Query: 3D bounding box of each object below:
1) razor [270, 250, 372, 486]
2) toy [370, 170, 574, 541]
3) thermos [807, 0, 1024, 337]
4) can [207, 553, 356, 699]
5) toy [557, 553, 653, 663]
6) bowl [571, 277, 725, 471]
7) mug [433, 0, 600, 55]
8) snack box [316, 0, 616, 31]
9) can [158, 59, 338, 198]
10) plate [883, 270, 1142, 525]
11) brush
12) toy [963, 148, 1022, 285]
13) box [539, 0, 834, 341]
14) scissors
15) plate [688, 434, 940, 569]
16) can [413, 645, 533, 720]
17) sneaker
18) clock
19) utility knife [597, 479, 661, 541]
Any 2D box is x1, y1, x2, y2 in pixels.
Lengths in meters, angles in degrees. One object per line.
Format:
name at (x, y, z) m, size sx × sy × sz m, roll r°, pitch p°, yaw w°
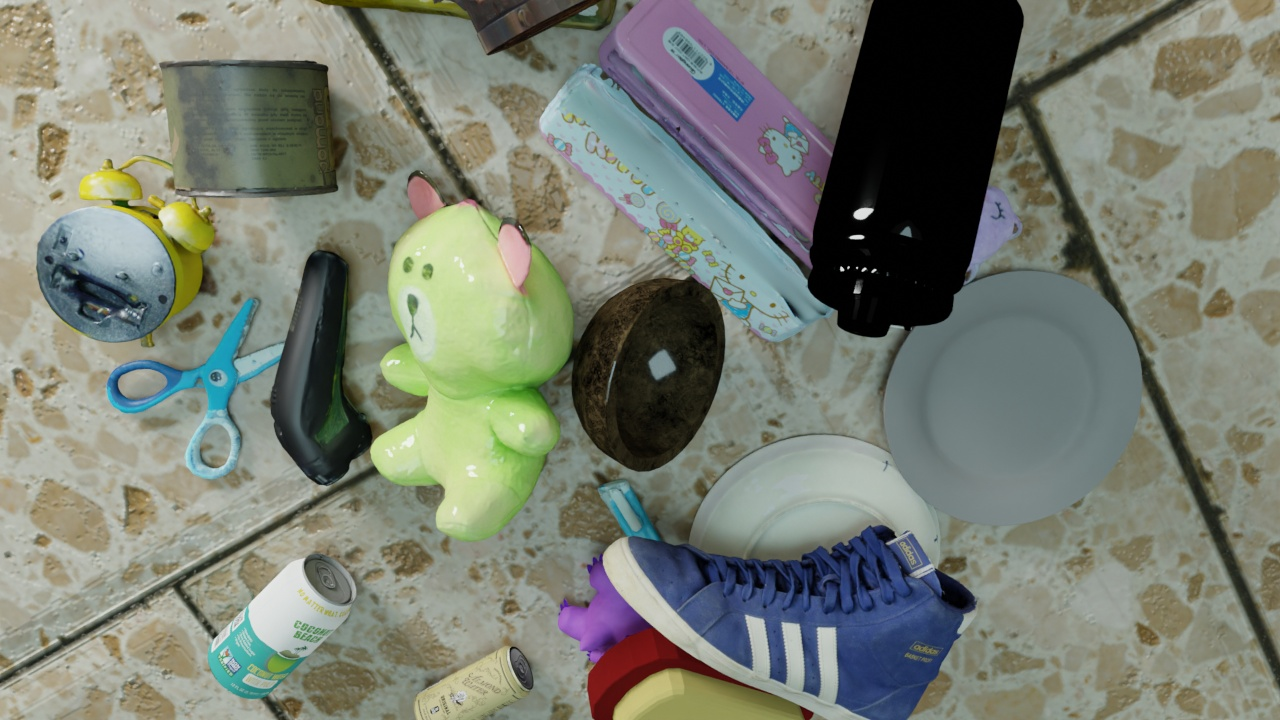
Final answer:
razor at (-0.204, 0.005, 0.599) m, size 0.067 × 0.054 × 0.151 m, roll 5°, pitch 98°, yaw -32°
toy at (-0.099, -0.002, 0.565) m, size 0.107 × 0.150 × 0.197 m, roll 4°, pitch 107°, yaw -47°
thermos at (0.149, -0.105, 0.511) m, size 0.086 × 0.086 × 0.198 m, roll 18°, pitch 78°, yaw -6°
can at (-0.248, 0.184, 0.637) m, size 0.102 × 0.055 × 0.055 m, roll -44°, pitch 102°, yaw 9°
toy at (-0.006, 0.188, 0.642) m, size 0.088 × 0.055 × 0.106 m, roll 21°, pitch 124°, yaw -17°
bowl at (-0.003, 0.003, 0.577) m, size 0.056 × 0.121 × 0.121 m, roll 19°, pitch 108°, yaw 34°
mug at (-0.084, -0.222, 0.482) m, size 0.116 × 0.079 × 0.107 m, roll -17°, pitch 110°, yaw 30°
snack box at (-0.099, -0.259, 0.525) m, size 0.181 × 0.045 × 0.121 m, roll 6°, pitch 105°, yaw -3°
can at (-0.225, -0.135, 0.533) m, size 0.090 × 0.089 × 0.075 m, roll 0°, pitch 105°, yaw -1°
plate at (0.252, 0.027, 0.625) m, size 0.178 × 0.012 × 0.178 m, roll -1°, pitch 103°, yaw -4°
brush at (0.046, 0.239, 0.631) m, size 0.173 × 0.041 × 0.082 m, roll 27°, pitch 118°, yaw -30°
toy at (0.201, -0.106, 0.579) m, size 0.080 × 0.036 × 0.099 m, roll -42°, pitch 102°, yaw -1°
box at (0.049, -0.116, 0.577) m, size 0.214 × 0.091 × 0.089 m, roll 41°, pitch 58°, yaw -11°
scissors at (-0.294, 0.008, 0.610) m, size 0.118 × 0.013 × 0.140 m, roll 27°, pitch 105°, yaw -10°
plate at (0.125, 0.143, 0.645) m, size 0.182 × 0.034 × 0.182 m, roll 0°, pitch 105°, yaw -2°
can at (-0.120, 0.240, 0.664) m, size 0.079 × 0.038 × 0.038 m, roll -29°, pitch 104°, yaw 6°
sneaker at (0.106, 0.141, 0.577) m, size 0.233 × 0.091 × 0.118 m, roll 33°, pitch 106°, yaw -10°
clock at (-0.313, -0.068, 0.566) m, size 0.083 × 0.057 × 0.119 m, roll 26°, pitch 103°, yaw -7°
utility knife at (0.018, 0.156, 0.655) m, size 0.022 × 0.015 × 0.167 m, roll -27°, pitch 102°, yaw 6°
